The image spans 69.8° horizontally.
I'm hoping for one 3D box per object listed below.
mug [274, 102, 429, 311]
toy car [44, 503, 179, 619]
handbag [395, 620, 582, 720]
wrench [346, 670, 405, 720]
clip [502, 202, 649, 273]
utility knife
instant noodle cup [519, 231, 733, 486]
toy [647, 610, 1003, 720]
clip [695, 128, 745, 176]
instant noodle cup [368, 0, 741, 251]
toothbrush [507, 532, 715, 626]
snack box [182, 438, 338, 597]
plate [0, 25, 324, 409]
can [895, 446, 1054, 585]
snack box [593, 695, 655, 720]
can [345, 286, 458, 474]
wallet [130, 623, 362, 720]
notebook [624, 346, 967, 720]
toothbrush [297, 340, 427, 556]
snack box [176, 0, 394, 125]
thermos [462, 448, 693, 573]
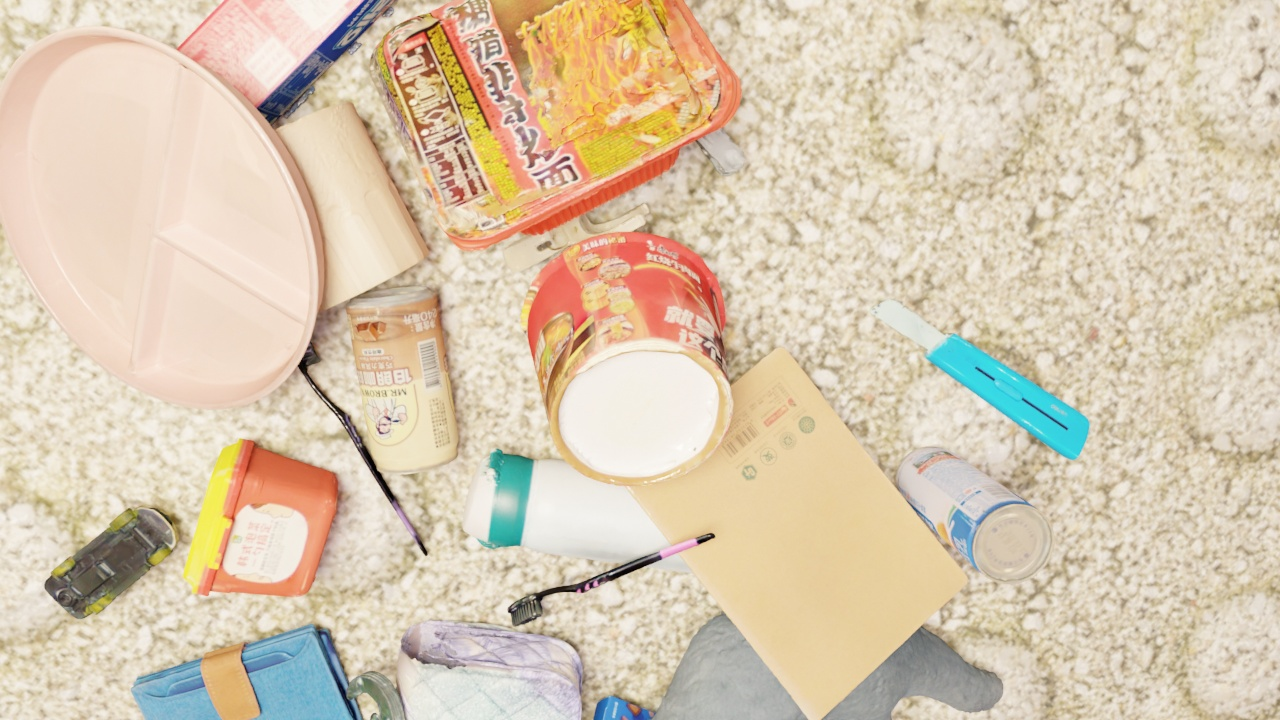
[{"bbox_3d":[-0.208,-0.087,0.576,0.125,0.084,0.103,-20,106,23],"label":"mug"},{"bbox_3d":[-0.355,0.133,0.621,0.090,0.035,0.042,-39,105,2],"label":"toy car"},{"bbox_3d":[-0.114,0.292,0.662,0.134,0.075,0.194,8,99,-4],"label":"handbag"},{"bbox_3d":[-0.216,0.339,0.661,0.056,0.016,0.274,30,111,26],"label":"wrench"},{"bbox_3d":[-0.037,-0.094,0.617,0.103,0.092,0.035,-20,107,35],"label":"clip"},{"bbox_3d":[0.250,0.011,0.673,0.199,0.018,0.034,32,97,-10],"label":"utility knife"},{"bbox_3d":[-0.003,0.003,0.573,0.138,0.108,0.138,-4,125,-6],"label":"instant noodle cup"},{"bbox_3d":[0.105,0.236,0.657,0.355,0.091,0.138,-11,97,-17],"label":"toy"},{"bbox_3d":[0.047,-0.149,0.616,0.025,0.031,0.057,-39,98,0],"label":"clip"},{"bbox_3d":[-0.050,-0.156,0.550,0.189,0.079,0.164,-27,69,1],"label":"instant noodle cup"},{"bbox_3d":[-0.025,0.150,0.625,0.190,0.017,0.014,-28,149,32],"label":"toothbrush"},{"bbox_3d":[-0.248,0.108,0.607,0.080,0.082,0.091,17,100,-20],"label":"snack box"},{"bbox_3d":[-0.284,-0.078,0.544,0.230,0.028,0.230,8,117,16],"label":"plate"},{"bbox_3d":[0.223,0.101,0.628,0.053,0.134,0.053,-1,101,-6],"label":"can"},{"bbox_3d":[0.032,0.319,0.681,0.157,0.084,0.026,25,140,-11],"label":"snack box"},{"bbox_3d":[-0.156,0.012,0.606,0.058,0.058,0.116,-7,103,-5],"label":"can"},{"bbox_3d":[-0.276,0.249,0.654,0.133,0.040,0.106,-16,107,-4],"label":"wallet"},{"bbox_3d":[0.105,0.114,0.617,0.147,0.008,0.207,-38,89,-11],"label":"notebook"},{"bbox_3d":[-0.193,0.057,0.635,0.016,0.014,0.189,-31,104,-12],"label":"toothbrush"},{"bbox_3d":[-0.205,-0.209,0.556,0.207,0.057,0.058,-43,100,4],"label":"snack box"},{"bbox_3d":[-0.009,0.111,0.640,0.224,0.073,0.073,9,100,-8],"label":"thermos"}]
